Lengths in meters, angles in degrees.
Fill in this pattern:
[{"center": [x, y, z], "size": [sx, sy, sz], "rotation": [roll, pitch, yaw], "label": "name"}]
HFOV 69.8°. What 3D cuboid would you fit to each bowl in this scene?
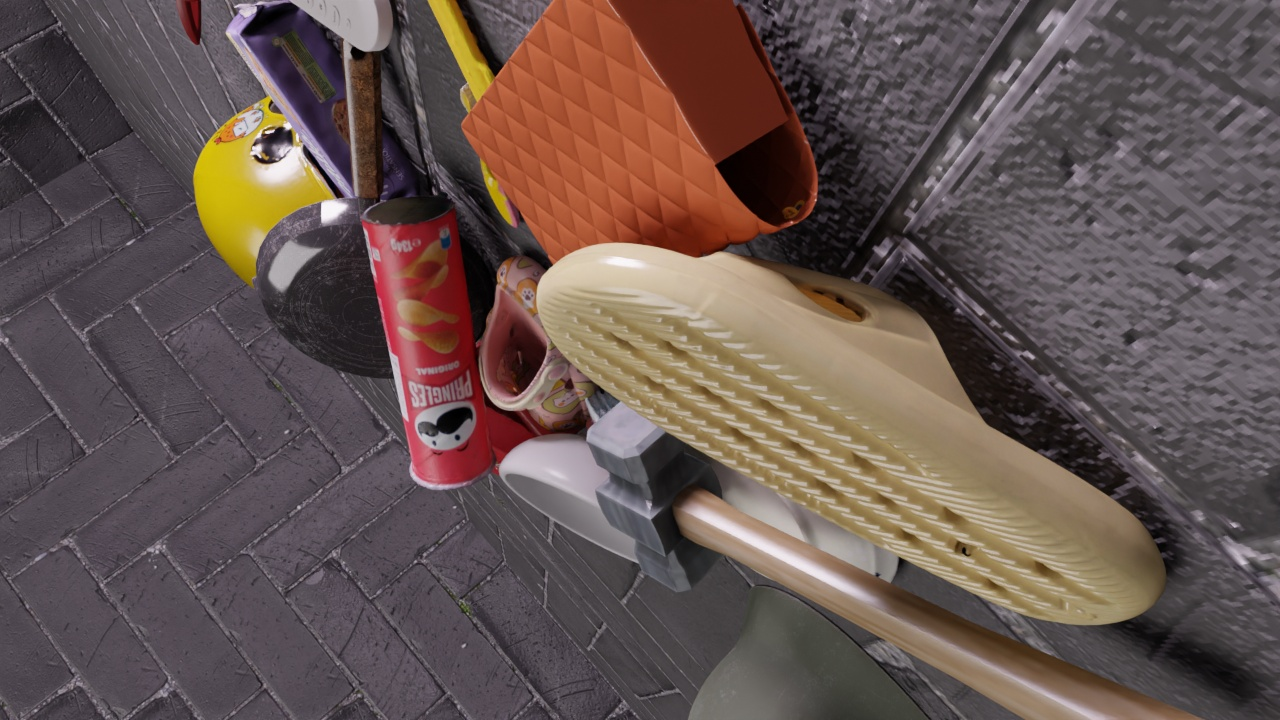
[{"center": [-0.028, 0.108, 0.772], "size": [0.176, 0.066, 0.177], "rotation": [25, 160, 10], "label": "bowl"}]

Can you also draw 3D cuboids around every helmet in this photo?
[{"center": [0.131, 0.337, 0.738], "size": [0.268, 0.153, 0.227], "rotation": [52, 161, -4], "label": "helmet"}, {"center": [-0.348, -0.133, 0.895], "size": [0.240, 0.139, 0.209], "rotation": [58, 169, 38], "label": "helmet"}]

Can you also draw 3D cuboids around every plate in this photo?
[{"center": [0.069, 0.079, 0.550], "size": [0.182, 0.034, 0.183], "rotation": [39, 152, 25], "label": "plate"}]

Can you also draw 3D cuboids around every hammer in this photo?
[{"center": [0.099, 0.112, 0.449], "size": [0.323, 0.051, 0.117], "rotation": [20, 140, 45], "label": "hammer"}]

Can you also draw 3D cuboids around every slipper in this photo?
[{"center": [-0.090, 0.000, 0.724], "size": [0.093, 0.081, 0.198], "rotation": [42, 157, 27], "label": "slipper"}, {"center": [0.086, 0.012, 0.360], "size": [0.261, 0.079, 0.111], "rotation": [30, 158, 1], "label": "slipper"}]

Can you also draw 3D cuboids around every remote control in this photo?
[{"center": [-0.203, -0.241, 0.600], "size": [0.136, 0.013, 0.043], "rotation": [39, 132, 31], "label": "remote control"}]

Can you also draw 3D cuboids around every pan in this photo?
[{"center": [-0.217, -0.101, 0.735], "size": [0.358, 0.207, 0.040], "rotation": [103, 168, -48], "label": "pan"}]

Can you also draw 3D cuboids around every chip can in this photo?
[{"center": [-0.164, -0.012, 0.722], "size": [0.073, 0.073, 0.233], "rotation": [31, 134, 44], "label": "chip can"}]

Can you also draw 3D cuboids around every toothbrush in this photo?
[{"center": [-0.095, -0.128, 0.590], "size": [0.021, 0.016, 0.136], "rotation": [37, 157, 22], "label": "toothbrush"}]

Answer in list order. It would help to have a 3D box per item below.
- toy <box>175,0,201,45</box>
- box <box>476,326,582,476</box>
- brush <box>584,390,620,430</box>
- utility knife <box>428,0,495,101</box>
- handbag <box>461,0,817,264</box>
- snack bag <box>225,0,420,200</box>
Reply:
[{"center": [-0.262, -0.281, 0.520], "size": [0.197, 0.120, 0.158], "rotation": [-165, 76, -75], "label": "toy"}, {"center": [-0.131, 0.044, 0.901], "size": [0.136, 0.122, 0.158], "rotation": [36, 161, -14], "label": "box"}, {"center": [-0.003, 0.071, 0.669], "size": [0.172, 0.041, 0.030], "rotation": [-129, 20, -55], "label": "brush"}, {"center": [-0.107, -0.196, 0.490], "size": [0.030, 0.017, 0.155], "rotation": [20, 146, 48], "label": "utility knife"}, {"center": [-0.003, -0.089, 0.382], "size": [0.109, 0.060, 0.172], "rotation": [59, 157, -9], "label": "handbag"}, {"center": [-0.250, -0.198, 0.749], "size": [0.096, 0.058, 0.205], "rotation": [32, 158, 53], "label": "snack bag"}]
